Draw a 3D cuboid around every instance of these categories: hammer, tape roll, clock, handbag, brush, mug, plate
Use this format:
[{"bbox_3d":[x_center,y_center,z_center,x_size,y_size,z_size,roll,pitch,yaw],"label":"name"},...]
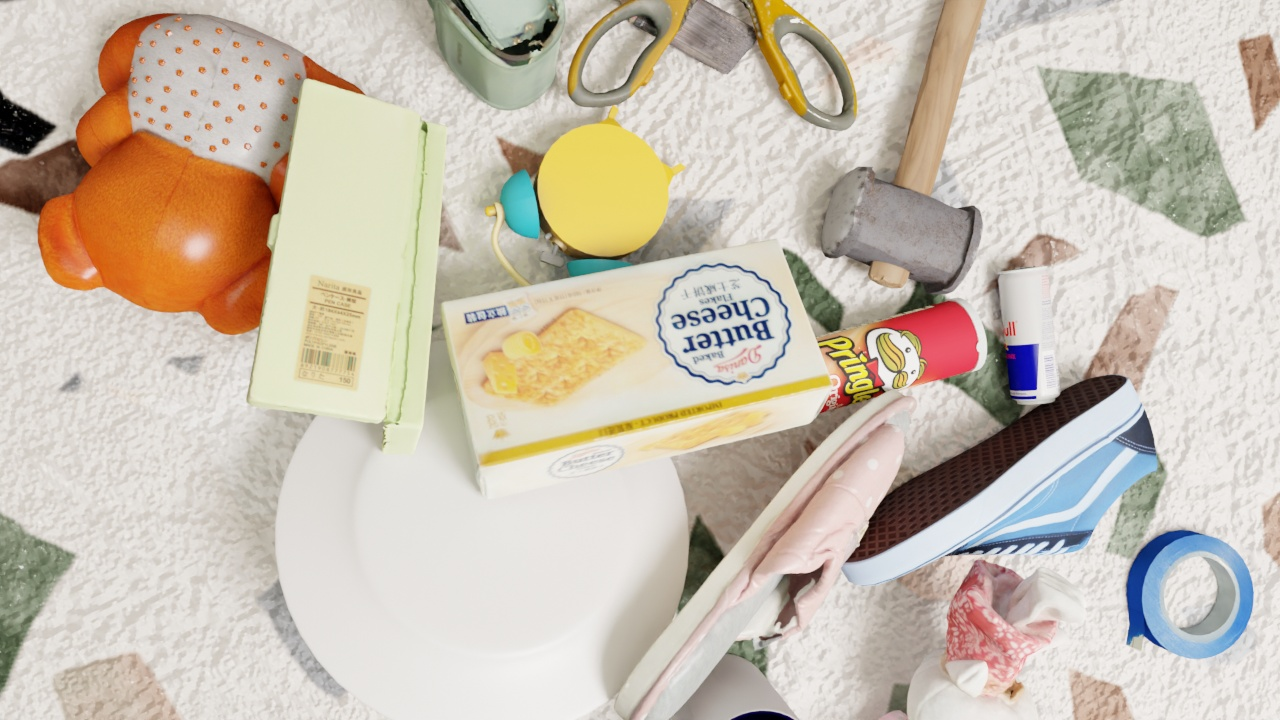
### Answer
[{"bbox_3d":[0.209,-0.207,0.620,0.098,0.052,0.328,18,86,-10],"label":"hammer"},{"bbox_3d":[0.406,0.173,0.678,0.093,0.016,0.091,5,91,-10],"label":"tape roll"},{"bbox_3d":[-0.034,-0.096,0.584,0.099,0.044,0.129,40,79,-9],"label":"clock"},{"bbox_3d":[-0.088,-0.207,0.529,0.067,0.122,0.106,-27,96,-8],"label":"handbag"},{"bbox_3d":[0.005,-0.235,0.598,0.151,0.012,0.039,26,87,-11],"label":"brush"},{"bbox_3d":[0.045,0.235,0.580,0.112,0.097,0.078,19,89,-10],"label":"mug"},{"bbox_3d":[-0.084,0.092,0.536,0.242,0.016,0.242,8,62,-15],"label":"plate"}]

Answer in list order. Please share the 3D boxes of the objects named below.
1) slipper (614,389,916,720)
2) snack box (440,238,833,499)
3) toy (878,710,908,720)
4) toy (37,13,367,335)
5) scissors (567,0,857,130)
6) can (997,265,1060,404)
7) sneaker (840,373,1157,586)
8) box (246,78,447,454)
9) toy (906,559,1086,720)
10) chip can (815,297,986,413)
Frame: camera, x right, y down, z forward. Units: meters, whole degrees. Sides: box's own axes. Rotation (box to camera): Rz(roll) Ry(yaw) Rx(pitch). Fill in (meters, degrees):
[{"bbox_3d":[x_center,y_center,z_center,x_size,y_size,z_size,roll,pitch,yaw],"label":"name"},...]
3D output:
[{"bbox_3d":[0.092,0.123,0.557,0.054,0.114,0.273,38,68,22],"label":"slipper"},{"bbox_3d":[-0.003,0.003,0.540,0.207,0.058,0.104,-12,67,-10],"label":"snack box"},{"bbox_3d":[0.151,0.292,0.626,0.110,0.047,0.063,-40,109,-11],"label":"toy"},{"bbox_3d":[-0.250,-0.106,0.529,0.163,0.093,0.172,18,77,-12],"label":"toy"},{"bbox_3d":[0.046,-0.225,0.591,0.229,0.016,0.225,-36,98,-10],"label":"scissors"},{"bbox_3d":[0.271,-0.018,0.640,0.032,0.032,0.095,-8,93,-9],"label":"can"},{"bbox_3d":[0.252,0.107,0.618,0.241,0.083,0.098,-28,96,-10],"label":"sneaker"},{"bbox_3d":[-0.142,-0.050,0.504,0.066,0.127,0.187,-10,66,26],"label":"box"},{"bbox_3d":[0.219,0.209,0.586,0.158,0.084,0.195,-4,122,-41],"label":"toy"},{"bbox_3d":[0.118,0.009,0.606,0.214,0.052,0.052,-15,94,-8],"label":"chip can"}]
